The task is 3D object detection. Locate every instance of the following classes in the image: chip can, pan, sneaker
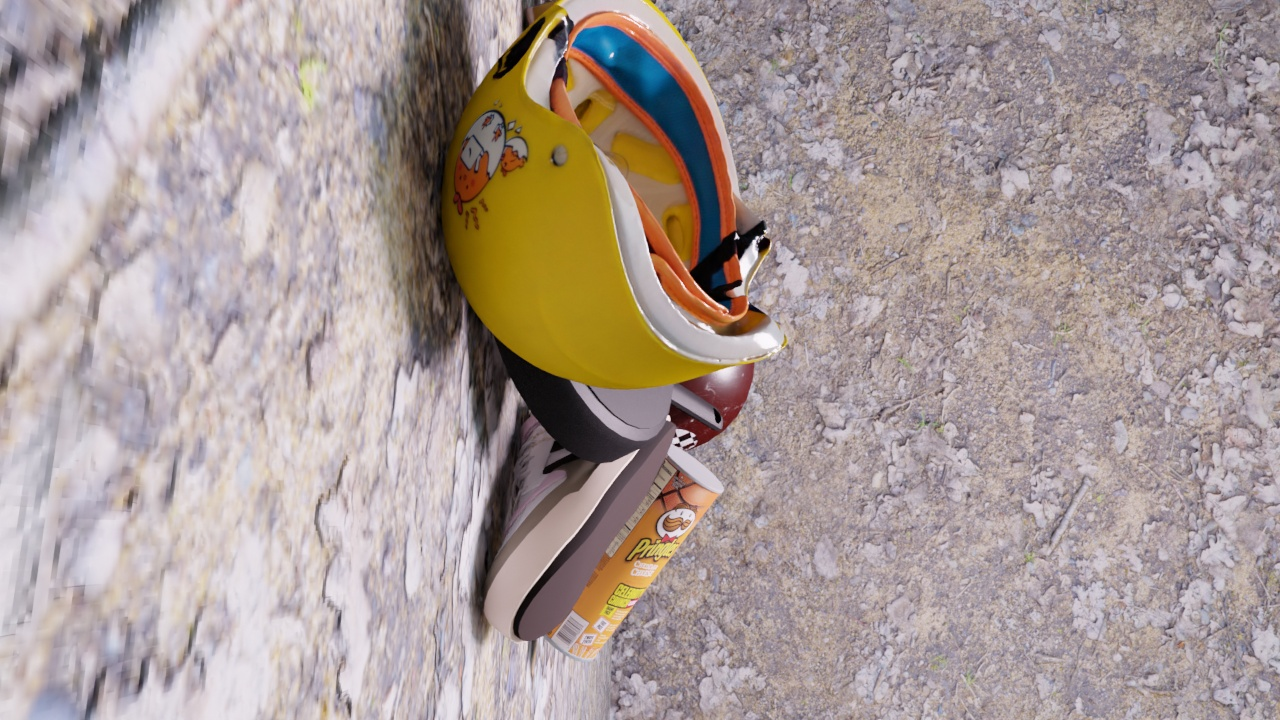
[{"bbox_3d":[-0.013,0.187,0.896,0.215,0.075,0.075,-54,-176,8],"label":"chip can"},{"bbox_3d":[0.000,-0.004,0.728,0.355,0.044,0.203,33,43,-54],"label":"pan"},{"bbox_3d":[-0.068,0.098,0.731,0.293,0.116,0.112,-49,161,-59],"label":"sneaker"}]

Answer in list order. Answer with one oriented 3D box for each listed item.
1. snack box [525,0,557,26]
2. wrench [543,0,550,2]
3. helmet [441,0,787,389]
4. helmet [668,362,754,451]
[{"bbox_3d":[-0.029,-0.208,0.833,0.154,0.069,0.203,-22,102,-74],"label":"snack box"},{"bbox_3d":[-0.069,-0.393,0.786,0.069,0.010,0.274,-58,160,-52],"label":"wrench"},{"bbox_3d":[-0.029,-0.088,0.529,0.209,0.140,0.239,37,38,-42],"label":"helmet"},{"bbox_3d":[-0.005,0.005,0.971,0.234,0.254,0.233,55,27,-73],"label":"helmet"}]
